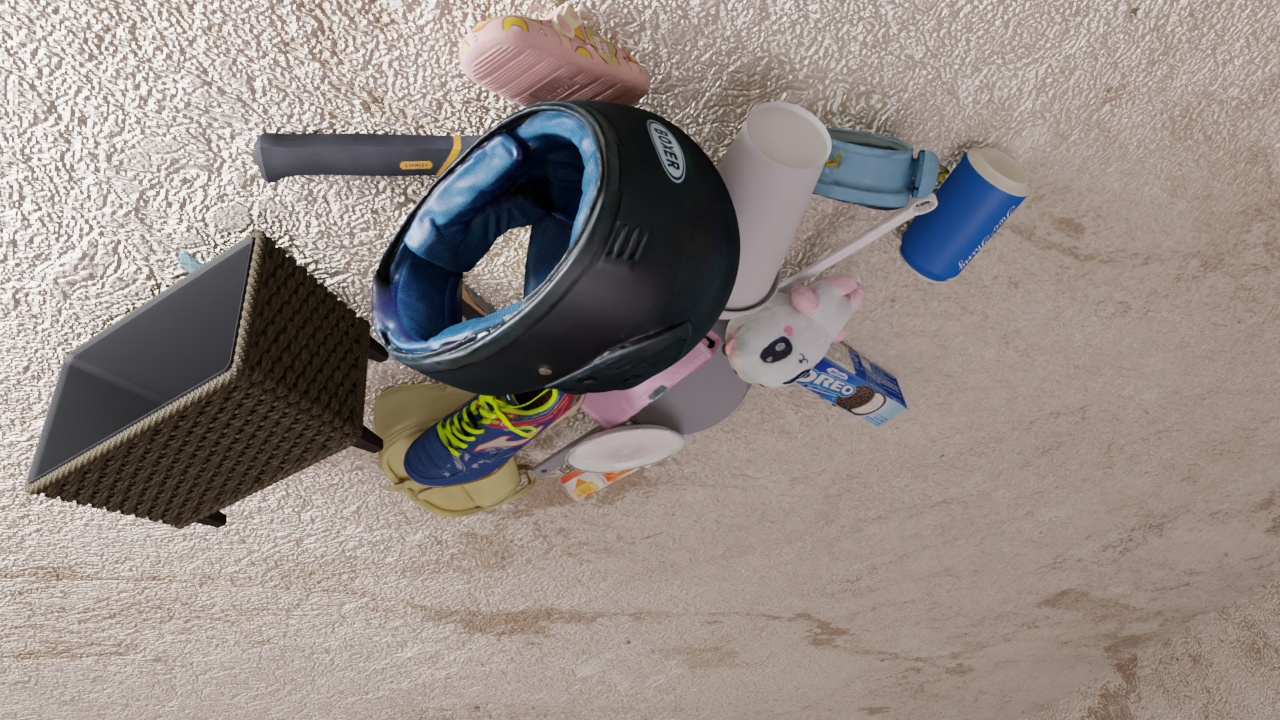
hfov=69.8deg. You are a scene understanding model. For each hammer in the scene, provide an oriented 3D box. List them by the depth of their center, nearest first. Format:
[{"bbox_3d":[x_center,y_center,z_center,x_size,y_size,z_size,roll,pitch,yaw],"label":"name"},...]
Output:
[{"bbox_3d":[-0.203,-0.192,0.884,0.312,0.035,0.140,-3,138,-10],"label":"hammer"}]

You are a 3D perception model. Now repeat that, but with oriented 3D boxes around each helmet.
[{"bbox_3d":[-0.056,-0.079,0.837,0.317,0.248,0.235,-34,148,25],"label":"helmet"}]

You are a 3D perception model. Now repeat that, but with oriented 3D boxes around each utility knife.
[{"bbox_3d":[-0.422,-0.052,1.000,0.029,0.020,0.213,-23,140,12],"label":"utility knife"}]

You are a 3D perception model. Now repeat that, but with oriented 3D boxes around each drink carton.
[{"bbox_3d":[-0.049,0.161,1.339,0.122,0.038,0.069,-28,137,9],"label":"drink carton"}]

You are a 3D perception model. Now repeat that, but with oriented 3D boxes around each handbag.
[{"bbox_3d":[-0.241,0.124,1.204,0.191,0.088,0.233,-13,140,-5],"label":"handbag"}]

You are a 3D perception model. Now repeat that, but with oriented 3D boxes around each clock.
[{"bbox_3d":[0.234,-0.195,0.931,0.162,0.118,0.060,-1,116,-20],"label":"clock"}]

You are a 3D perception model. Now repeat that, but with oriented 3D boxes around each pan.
[{"bbox_3d":[-0.004,0.066,1.196,0.357,0.050,0.200,-37,126,16],"label":"pan"}]

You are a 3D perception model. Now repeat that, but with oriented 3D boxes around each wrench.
[{"bbox_3d":[0.220,-0.117,1.037,0.047,0.009,0.274,8,154,-36],"label":"wrench"}]

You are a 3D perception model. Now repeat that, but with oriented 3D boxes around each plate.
[{"bbox_3d":[-0.020,0.113,1.182,0.157,0.014,0.157,-9,156,-4],"label":"plate"}]

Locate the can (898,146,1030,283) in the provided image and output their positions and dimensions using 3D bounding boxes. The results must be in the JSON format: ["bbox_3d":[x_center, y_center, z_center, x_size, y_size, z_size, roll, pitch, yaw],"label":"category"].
[{"bbox_3d":[0.360,-0.162,1.028,0.079,0.078,0.146,9,136,-24],"label":"can"}]

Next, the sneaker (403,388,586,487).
[{"bbox_3d":[-0.180,0.064,1.050,0.242,0.116,0.091,-32,165,8],"label":"sneaker"}]

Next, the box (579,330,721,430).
[{"bbox_3d":[-0.007,0.005,1.061,0.098,0.037,0.234,41,140,-7],"label":"box"}]

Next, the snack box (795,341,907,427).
[{"bbox_3d":[0.272,0.021,1.237,0.226,0.059,0.059,27,130,-38],"label":"snack box"}]

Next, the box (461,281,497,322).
[{"bbox_3d":[-0.195,-0.027,1.069,0.081,0.062,0.216,-25,138,21],"label":"box"}]

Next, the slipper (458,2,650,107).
[{"bbox_3d":[-0.077,-0.266,0.796,0.093,0.081,0.196,-23,165,38],"label":"slipper"}]

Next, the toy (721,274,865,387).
[{"bbox_3d":[0.184,-0.040,1.089,0.180,0.101,0.139,-33,138,16],"label":"toy"}]

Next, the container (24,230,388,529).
[{"bbox_3d":[-0.438,0.046,0.972,0.322,0.176,0.205,-25,141,23],"label":"container"}]

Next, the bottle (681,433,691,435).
[{"bbox_3d":[0.015,0.108,1.278,0.131,0.048,0.048,-17,140,5],"label":"bottle"}]

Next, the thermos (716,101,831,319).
[{"bbox_3d":[0.107,-0.147,0.915,0.131,0.131,0.222,1,150,-15],"label":"thermos"}]
